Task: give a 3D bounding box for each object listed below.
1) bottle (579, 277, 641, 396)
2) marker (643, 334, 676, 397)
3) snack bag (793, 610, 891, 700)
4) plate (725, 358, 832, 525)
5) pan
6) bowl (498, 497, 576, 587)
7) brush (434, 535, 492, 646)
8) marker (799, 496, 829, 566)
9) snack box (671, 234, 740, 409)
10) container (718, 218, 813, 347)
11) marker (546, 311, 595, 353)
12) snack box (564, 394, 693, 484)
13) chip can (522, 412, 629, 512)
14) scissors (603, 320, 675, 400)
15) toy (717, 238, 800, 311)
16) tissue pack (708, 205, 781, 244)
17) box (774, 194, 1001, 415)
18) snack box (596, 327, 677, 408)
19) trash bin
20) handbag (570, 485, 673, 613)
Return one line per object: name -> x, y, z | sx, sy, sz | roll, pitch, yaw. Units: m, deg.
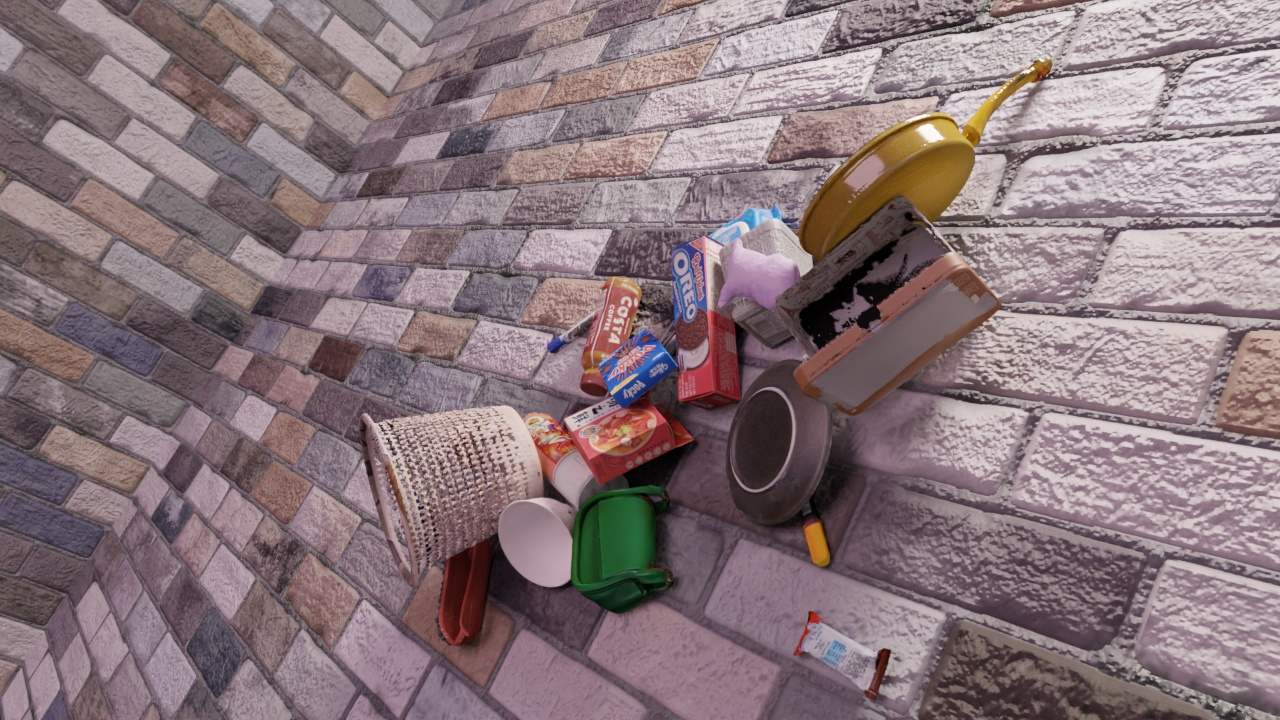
bottle -> -0.045, -0.033, 1.297 | 0.058, 0.057, 0.174 | -13, 51, 42
marker -> 0.038, -0.015, 1.222 | 0.017, 0.017, 0.145 | 23, 78, 54
snack bag -> 0.177, 0.261, 0.818 | 0.104, 0.026, 0.048 | 12, 76, 51
plate -> 0.135, 0.084, 0.967 | 0.180, 0.024, 0.179 | -39, 44, 52
pan -> 0.317, -0.220, 0.976 | 0.357, 0.198, 0.078 | -29, 67, -10
bowl -> -0.112, 0.214, 1.142 | 0.119, 0.118, 0.064 | -23, 6, 35
brush -> -0.232, 0.305, 1.214 | 0.069, 0.063, 0.145 | -39, 36, 41
marker -> 0.171, 0.155, 0.928 | 0.018, 0.015, 0.123 | -34, 37, 22
snack box -> 0.079, -0.047, 1.123 | 0.057, 0.058, 0.207 | -19, 64, 39
container -> 0.156, -0.088, 1.092 | 0.090, 0.090, 0.114 | -30, 44, 29
marker -> -0.086, -0.054, 1.397 | 0.146, 0.017, 0.016 | -33, 39, 26
snack box -> -0.016, 0.083, 1.119 | 0.127, 0.044, 0.113 | -25, 28, -10
chip can -> -0.096, 0.136, 1.199 | 0.071, 0.071, 0.215 | -55, 35, -3
scissors -> -0.003, 0.017, 1.221 | 0.171, 0.014, 0.159 | -38, 23, 44
toy -> 0.132, -0.089, 1.019 | 0.108, 0.038, 0.084 | 20, 98, 45
tissue pack -> 0.123, -0.138, 1.201 | 0.157, 0.052, 0.094 | -31, 41, 29
box -> 0.219, -0.056, 0.880 | 0.183, 0.192, 0.157 | -41, 62, 17
snack box -> -0.007, 0.007, 1.155 | 0.084, 0.026, 0.157 | -38, 16, 1
trash bin -> -0.240, 0.153, 1.190 | 0.191, 0.228, 0.227 | -16, 26, -24
handbag -> -0.017, 0.215, 1.052 | 0.120, 0.068, 0.131 | -22, 44, 26
